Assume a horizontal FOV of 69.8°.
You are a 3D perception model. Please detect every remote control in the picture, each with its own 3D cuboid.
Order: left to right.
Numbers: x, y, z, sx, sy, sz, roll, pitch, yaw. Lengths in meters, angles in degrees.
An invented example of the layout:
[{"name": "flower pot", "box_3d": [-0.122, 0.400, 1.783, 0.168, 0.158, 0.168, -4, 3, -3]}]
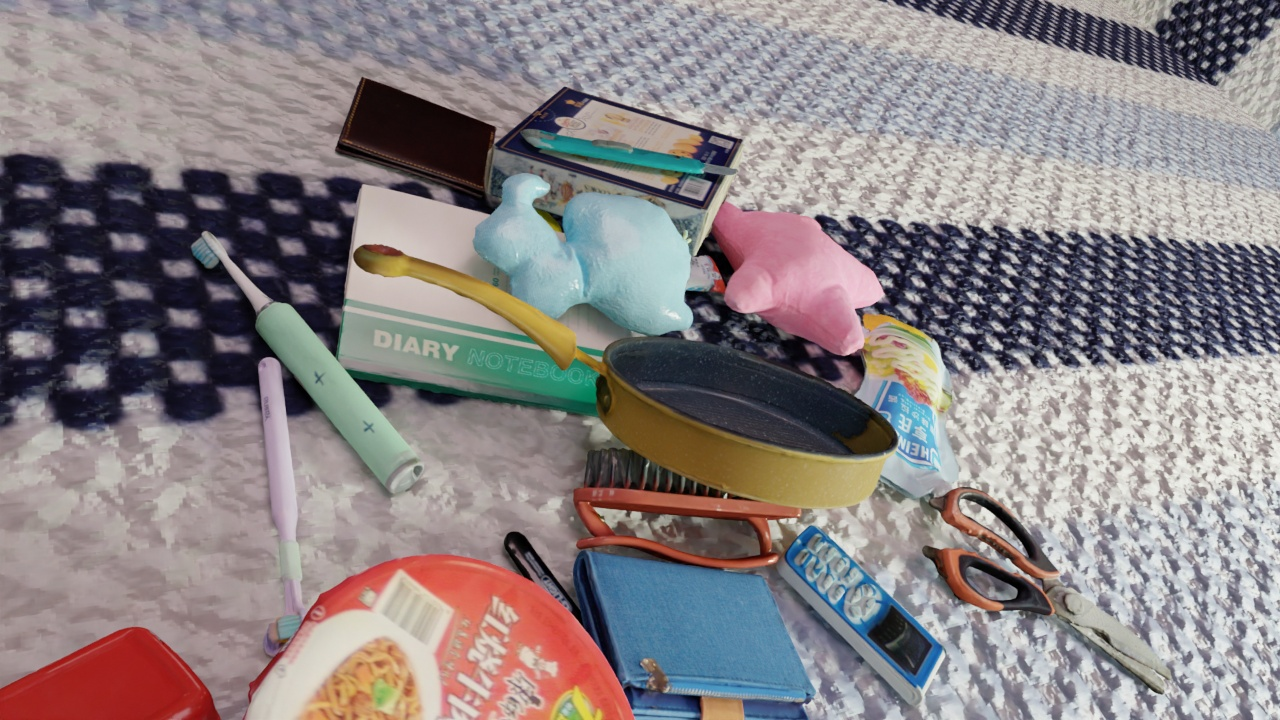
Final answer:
[{"name": "remote control", "box_3d": [0.146, 0.167, 0.610, 0.125, 0.024, 0.048, 44, 42, 13]}]

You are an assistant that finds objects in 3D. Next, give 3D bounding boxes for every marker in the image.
[{"name": "marker", "box_3d": [-0.041, 0.147, 0.525, 0.018, 0.015, 0.124, -17, 60, -47]}]

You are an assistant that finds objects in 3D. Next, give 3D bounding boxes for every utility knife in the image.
[{"name": "utility knife", "box_3d": [-0.007, -0.166, 0.737, 0.179, 0.013, 0.029, 8, 35, -8]}]

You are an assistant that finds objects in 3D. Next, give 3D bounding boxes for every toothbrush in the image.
[{"name": "toothbrush", "box_3d": [-0.200, 0.070, 0.506, 0.021, 0.029, 0.189, 48, 16, -51]}, {"name": "toothbrush", "box_3d": [-0.210, -0.006, 0.568, 0.027, 0.026, 0.224, -43, 74, -3]}]

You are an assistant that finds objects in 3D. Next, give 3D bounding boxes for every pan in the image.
[{"name": "pan", "box_3d": [-0.003, 0.003, 0.578, 0.357, 0.078, 0.197, 11, 15, -15]}]

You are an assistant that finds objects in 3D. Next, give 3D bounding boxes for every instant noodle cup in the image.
[{"name": "instant noodle cup", "box_3d": [-0.087, 0.184, 0.399, 0.193, 0.066, 0.193, 29, 40, -29]}]

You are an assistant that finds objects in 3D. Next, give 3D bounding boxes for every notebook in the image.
[{"name": "notebook", "box_3d": [-0.102, -0.039, 0.652, 0.209, 0.012, 0.150, 11, 59, -22]}]

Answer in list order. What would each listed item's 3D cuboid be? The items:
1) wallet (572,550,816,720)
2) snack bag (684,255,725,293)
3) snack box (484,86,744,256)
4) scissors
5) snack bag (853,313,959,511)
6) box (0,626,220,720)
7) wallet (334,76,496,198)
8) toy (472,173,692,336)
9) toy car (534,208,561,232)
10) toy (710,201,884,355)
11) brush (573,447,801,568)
[{"name": "wallet", "box_3d": [0.030, 0.162, 0.528, 0.133, 0.040, 0.106, 14, 34, -27]}, {"name": "snack bag", "box_3d": [0.031, -0.074, 0.779, 0.104, 0.026, 0.048, -1, 44, -31]}, {"name": "snack box", "box_3d": [-0.015, -0.169, 0.791, 0.182, 0.046, 0.177, 18, 35, 7]}, {"name": "scissors", "box_3d": [0.304, 0.185, 0.686, 0.191, 0.015, 0.207, -10, 68, -26]}, {"name": "snack bag", "box_3d": [0.220, 0.040, 0.773, 0.110, 0.039, 0.190, 34, 40, -14]}, {"name": "box", "box_3d": [-0.239, 0.195, 0.324, 0.154, 0.074, 0.200, 48, 43, 15]}, {"name": "wallet", "box_3d": [-0.184, -0.188, 0.771, 0.122, 0.020, 0.096, 16, 48, -18]}, {"name": "toy", "box_3d": [-0.030, -0.076, 0.667, 0.156, 0.050, 0.161, -35, 97, -22]}, {"name": "toy car", "box_3d": [-0.094, -0.094, 0.721, 0.048, 0.032, 0.105, 30, 39, -1]}, {"name": "toy", "box_3d": [0.144, -0.071, 0.801, 0.178, 0.075, 0.194, 9, 39, -20]}, {"name": "brush", "box_3d": [0.026, 0.096, 0.587, 0.145, 0.063, 0.069, 9, 75, -22]}]
